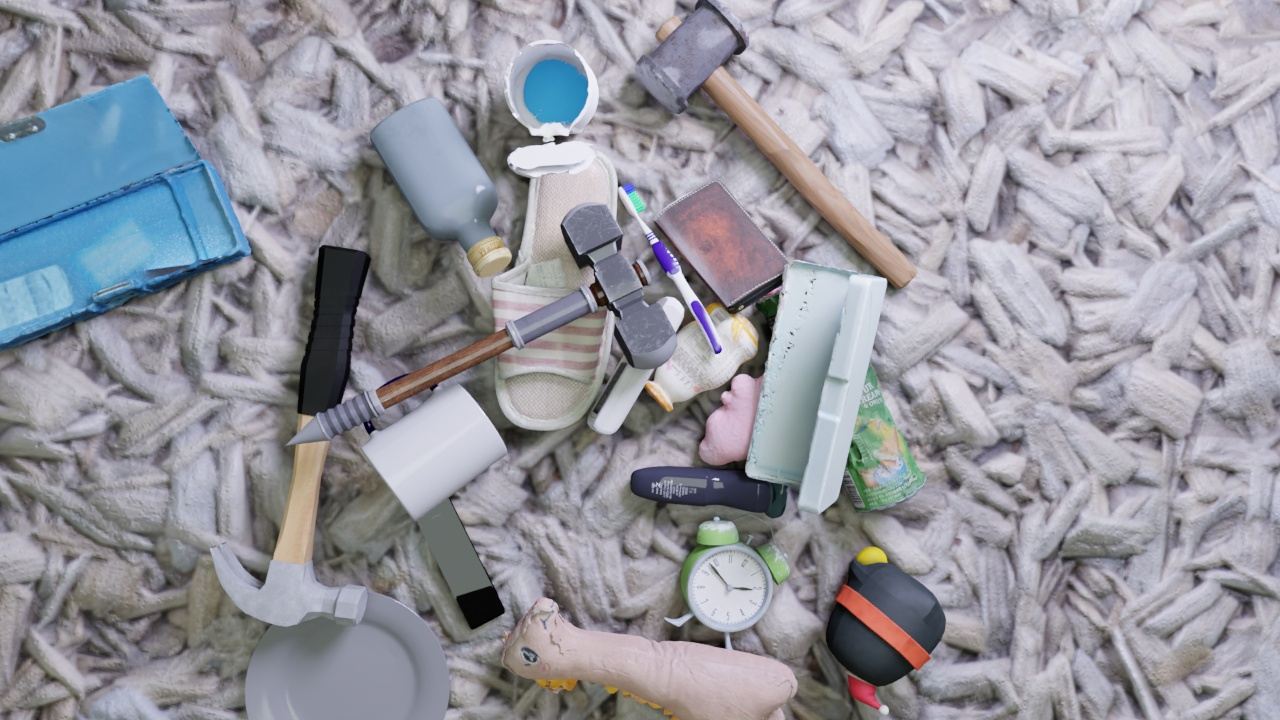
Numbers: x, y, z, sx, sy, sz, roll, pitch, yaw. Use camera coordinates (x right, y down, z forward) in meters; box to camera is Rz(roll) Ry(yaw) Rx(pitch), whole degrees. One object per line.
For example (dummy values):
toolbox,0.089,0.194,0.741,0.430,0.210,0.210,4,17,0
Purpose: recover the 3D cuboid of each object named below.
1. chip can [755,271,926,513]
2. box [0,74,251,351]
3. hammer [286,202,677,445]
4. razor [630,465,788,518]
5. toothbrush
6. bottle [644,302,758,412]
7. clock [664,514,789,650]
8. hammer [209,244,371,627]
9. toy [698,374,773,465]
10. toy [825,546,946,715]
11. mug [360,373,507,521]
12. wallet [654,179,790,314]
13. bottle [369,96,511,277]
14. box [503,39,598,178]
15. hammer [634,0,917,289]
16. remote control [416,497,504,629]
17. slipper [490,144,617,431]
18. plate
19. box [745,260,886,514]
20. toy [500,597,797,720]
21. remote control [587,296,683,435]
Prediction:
chip can,0.184,0.029,0.837,0.075,0.075,0.223,-27,93,-5
box,-0.476,-0.123,0.777,0.231,0.066,0.173,-22,113,-5
hammer,-0.139,-0.004,0.757,0.322,0.043,0.156,-26,81,-8
razor,0.062,0.116,0.840,0.143,0.052,0.047,4,100,-1
toothbrush,0.027,-0.084,0.817,0.016,0.015,0.186,-29,71,-3
bottle,0.053,-0.001,0.830,0.108,0.063,0.063,-41,94,-3
clock,0.082,0.199,0.844,0.094,0.042,0.119,30,88,-6
hammer,-0.285,0.064,0.803,0.131,0.039,0.328,9,87,-2
toy,0.103,0.055,0.838,0.102,0.050,0.093,-6,110,-3
toy,0.215,0.243,0.829,0.097,0.100,0.119,42,85,-7
mug,-0.187,0.065,0.790,0.096,0.079,0.112,-37,87,-17
wallet,0.073,-0.103,0.819,0.072,0.019,0.123,-33,61,-4
bottle,-0.165,-0.146,0.794,0.072,0.046,0.161,-31,78,-5
box,-0.072,-0.208,0.771,0.084,0.159,0.119,2,101,0
hammer,0.136,-0.187,0.847,0.098,0.052,0.328,-45,98,-4
remote control,-0.170,0.170,0.833,0.034,0.013,0.150,-26,93,-9
slipper,-0.075,-0.066,0.821,0.115,0.052,0.263,8,89,-7
plate,-0.262,0.294,0.826,0.178,0.012,0.178,0,91,-6
box,0.140,0.018,0.775,0.096,0.085,0.199,17,102,27
toy,0.004,0.303,0.827,0.264,0.065,0.196,5,117,4
remote control,-0.005,0.005,0.824,0.025,0.060,0.138,31,88,-9
